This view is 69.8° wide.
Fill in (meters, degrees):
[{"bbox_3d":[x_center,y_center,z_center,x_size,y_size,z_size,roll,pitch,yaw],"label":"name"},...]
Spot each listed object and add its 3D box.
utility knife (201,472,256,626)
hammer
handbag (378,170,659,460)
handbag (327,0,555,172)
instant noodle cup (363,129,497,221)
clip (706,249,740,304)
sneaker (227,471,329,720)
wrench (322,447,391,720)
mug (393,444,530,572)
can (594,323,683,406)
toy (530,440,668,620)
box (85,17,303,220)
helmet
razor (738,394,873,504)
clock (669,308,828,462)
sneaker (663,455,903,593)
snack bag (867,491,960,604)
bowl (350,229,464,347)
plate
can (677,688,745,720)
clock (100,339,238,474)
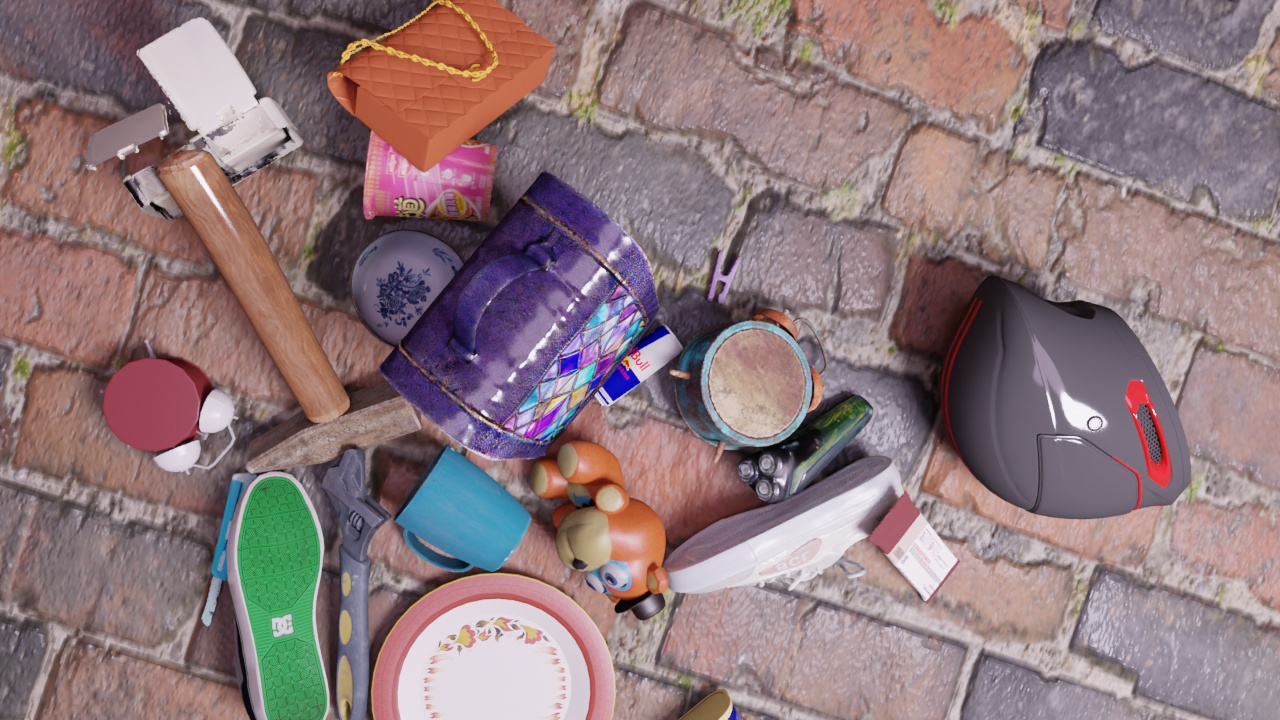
[{"bbox_3d":[-0.386,0.177,0.860,0.022,0.015,0.151,14,93,-6],"label":"utility knife"},{"bbox_3d":[-0.313,-0.036,0.769,0.158,0.037,0.301,-19,126,-4],"label":"hammer"},{"bbox_3d":[-0.094,-0.031,0.760,0.125,0.222,0.205,39,88,15],"label":"handbag"},{"bbox_3d":[-0.169,-0.257,0.796,0.109,0.060,0.171,38,56,3],"label":"handbag"},{"bbox_3d":[-0.187,-0.168,0.827,0.108,0.098,0.097,7,91,-12],"label":"instant noodle cup"},{"bbox_3d":[0.080,-0.080,0.887,0.035,0.013,0.052,14,93,-4],"label":"clip"},{"bbox_3d":[-0.340,0.222,0.839,0.084,0.079,0.235,1,76,-44],"label":"sneaker"},{"bbox_3d":[-0.265,0.214,0.847,0.073,0.022,0.273,10,102,27],"label":"wrench"},{"bbox_3d":[-0.168,0.150,0.849,0.104,0.084,0.112,36,117,-10],"label":"mug"},{"bbox_3d":[-0.005,0.005,0.872,0.095,0.032,0.032,-37,94,-2],"label":"can"},{"bbox_3d":[-0.030,0.155,0.843,0.176,0.112,0.096,50,51,-3],"label":"toy"},{"bbox_3d":[-0.379,-0.204,0.751,0.143,0.193,0.106,-34,99,-9],"label":"box"},{"bbox_3d":[0.366,0.043,0.837,0.170,0.164,0.265,-23,104,8],"label":"helmet"},{"bbox_3d":[0.161,0.078,0.868,0.151,0.067,0.054,-34,62,-15],"label":"razor"},{"bbox_3d":[0.108,0.015,0.863,0.157,0.073,0.121,-28,95,-21],"label":"clock"},{"bbox_3d":[0.143,0.179,0.862,0.242,0.089,0.091,-23,99,-4],"label":"sneaker"},{"bbox_3d":[0.261,0.179,0.867,0.057,0.013,0.158,-50,131,-5],"label":"snack bag"},{"bbox_3d":[-0.214,-0.059,0.837,0.114,0.045,0.114,9,74,-33],"label":"bowl"},{"bbox_3d":[-0.139,0.315,0.878,0.230,0.021,0.230,0,92,-4],"label":"plate"},{"bbox_3d":[0.067,0.392,0.880,0.116,0.056,0.092,-39,95,-2],"label":"can"},{"bbox_3d":[-0.428,0.046,0.836,0.124,0.044,0.087,41,89,-5],"label":"clock"}]
